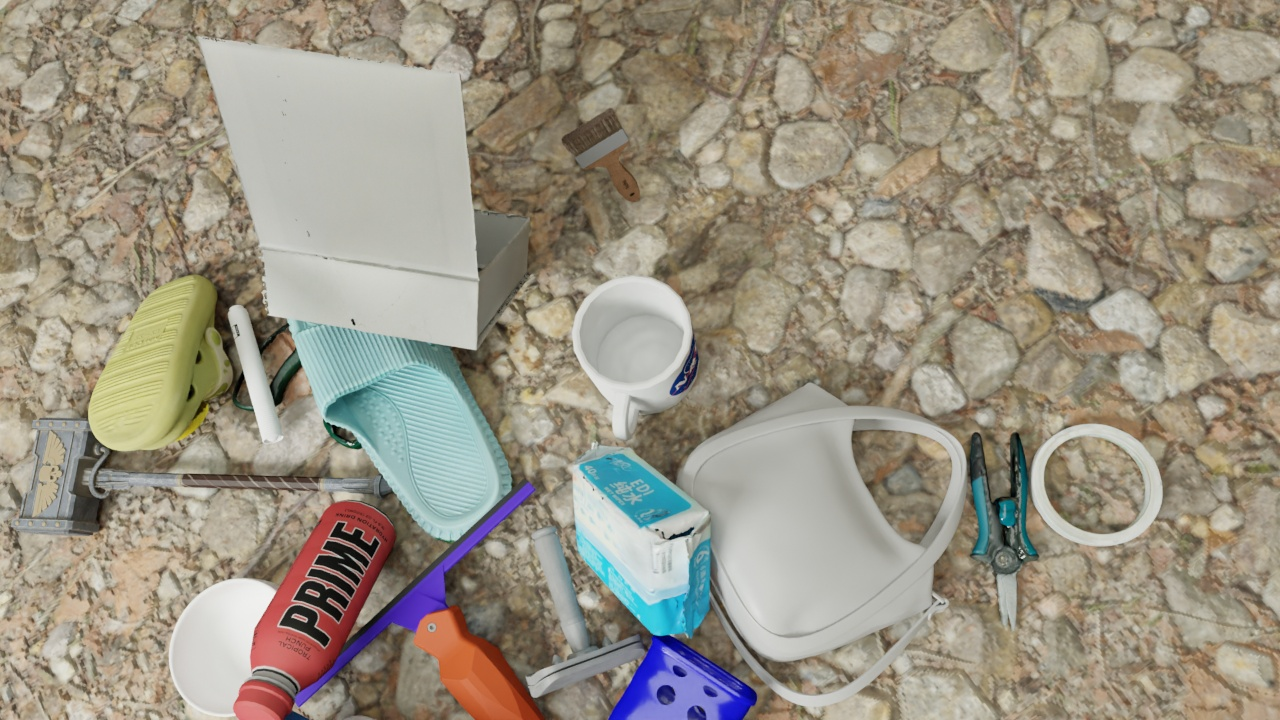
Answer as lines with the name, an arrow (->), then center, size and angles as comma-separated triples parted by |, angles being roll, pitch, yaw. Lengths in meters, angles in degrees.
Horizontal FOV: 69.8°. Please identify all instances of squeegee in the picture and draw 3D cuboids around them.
squeegee -> -0.122, 0.243, 0.703 | 0.249, 0.055, 0.185 | -43, 84, -3

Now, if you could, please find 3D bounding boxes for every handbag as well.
handbag -> 0.155, 0.124, 0.701 | 0.222, 0.096, 0.215 | -23, 74, -12

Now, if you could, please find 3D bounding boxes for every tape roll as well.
tape roll -> 0.346, 0.094, 0.700 | 0.093, 0.013, 0.093 | -2, 75, 7

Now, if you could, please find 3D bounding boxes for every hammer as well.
hammer -> -0.365, 0.103, 0.784 | 0.322, 0.044, 0.098 | 1, 75, 5

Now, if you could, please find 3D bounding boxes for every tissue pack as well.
tissue pack -> 0.000, 0.126, 0.676 | 0.061, 0.093, 0.144 | -19, 33, -29

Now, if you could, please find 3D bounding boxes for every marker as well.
marker -> -0.337, 0.011, 0.800 | 0.020, 0.017, 0.133 | -37, 68, 37

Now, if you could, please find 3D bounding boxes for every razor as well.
razor -> -0.057, 0.183, 0.697 | 0.088, 0.047, 0.116 | -11, 72, -31

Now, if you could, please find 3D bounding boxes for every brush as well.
brush -> -0.021, -0.160, 0.751 | 0.045, 0.143, 0.008 | -30, 72, 7

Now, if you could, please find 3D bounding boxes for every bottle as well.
bottle -> -0.244, 0.187, 0.684 | 0.062, 0.062, 0.176 | 5, 39, 9

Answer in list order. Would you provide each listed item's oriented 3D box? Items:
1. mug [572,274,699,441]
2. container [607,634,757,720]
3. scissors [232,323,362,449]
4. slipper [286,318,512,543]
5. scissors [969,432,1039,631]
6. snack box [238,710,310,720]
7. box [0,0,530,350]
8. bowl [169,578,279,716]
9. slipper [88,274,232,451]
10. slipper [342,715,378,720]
mug -> -0.004, 0.004, 0.732 | 0.091, 0.090, 0.121 | 10, 76, 10
container -> 0.019, 0.270, 0.661 | 0.084, 0.085, 0.113 | 30, 82, 15
scissors -> -0.293, -0.026, 0.820 | 0.155, 0.015, 0.209 | 1, 76, 10
slipper -> -0.201, 0.025, 0.758 | 0.116, 0.069, 0.276 | -33, 77, -10
scissors -> 0.282, 0.124, 0.699 | 0.138, 0.019, 0.129 | -45, 75, -3
snack box -> -0.196, 0.375, 0.629 | 0.239, 0.056, 0.196 | 18, 102, 17
box -> -0.194, -0.108, 0.569 | 0.167, 0.506, 0.148 | 9, 80, 4
bowl -> -0.313, 0.228, 0.734 | 0.105, 0.054, 0.104 | -1, 75, 5
slipper -> -0.405, 0.009, 0.795 | 0.092, 0.082, 0.190 | -16, 47, 10
slipper -> -0.135, 0.348, 0.666 | 0.247, 0.074, 0.112 | 35, 93, 12
